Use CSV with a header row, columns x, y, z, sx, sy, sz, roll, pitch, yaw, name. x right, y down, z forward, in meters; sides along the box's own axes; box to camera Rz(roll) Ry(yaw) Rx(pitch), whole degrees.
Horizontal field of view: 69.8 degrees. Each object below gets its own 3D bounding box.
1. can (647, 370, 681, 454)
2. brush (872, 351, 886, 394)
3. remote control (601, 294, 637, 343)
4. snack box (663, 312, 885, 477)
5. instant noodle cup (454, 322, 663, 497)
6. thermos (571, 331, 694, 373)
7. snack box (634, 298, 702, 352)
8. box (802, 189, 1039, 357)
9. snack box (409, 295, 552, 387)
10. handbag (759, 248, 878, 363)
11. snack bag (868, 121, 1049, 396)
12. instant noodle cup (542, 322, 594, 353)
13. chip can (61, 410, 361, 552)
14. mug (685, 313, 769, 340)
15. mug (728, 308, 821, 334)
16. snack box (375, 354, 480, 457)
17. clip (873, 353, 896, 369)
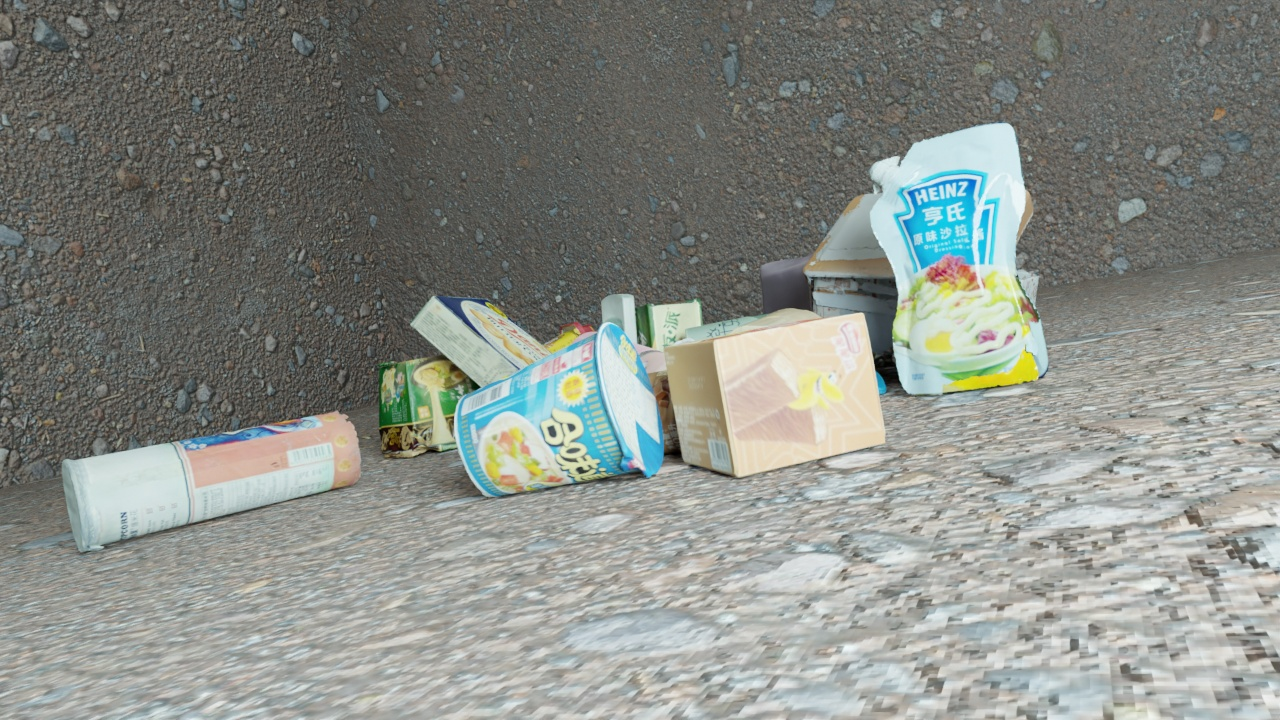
x,y,z,sx,sy,sz,roll,pitch,yaw,name
-0.011,0.041,0.653,0.116,0.058,0.058,-10,2,20,can
0.200,0.004,0.880,0.083,0.046,0.254,-4,7,5,brush
-0.023,-0.010,1.070,0.019,0.135,0.056,-4,0,-29,remote control
0.077,0.019,0.547,0.094,0.077,0.093,-11,2,-15,snack box
-0.054,0.039,0.579,0.110,0.099,0.099,-17,0,16,instant noodle cup
-0.006,0.006,0.954,0.067,0.087,0.199,38,-10,-26,thermos
0.020,-0.009,1.112,0.063,0.114,0.240,-6,2,-11,snack box
0.257,-0.087,0.851,0.182,0.158,0.148,12,16,40,box
-0.143,0.002,1.012,0.046,0.178,0.182,-50,-4,8,snack box
0.216,-0.060,1.114,0.098,0.145,0.197,-14,3,-9,handbag
0.234,-0.073,0.684,0.110,0.191,0.038,-9,1,33,snack bag
-0.112,0.022,1.210,0.123,0.116,0.116,-24,6,-18,instant noodle cup
-0.344,0.094,0.754,0.214,0.071,0.071,-11,2,-38,chip can
0.106,0.005,0.938,0.106,0.082,0.111,-10,32,5,mug
0.090,0.017,0.713,0.125,0.084,0.103,-37,-8,25,mug
-0.232,0.046,1.036,0.117,0.105,0.118,-11,3,-38,snack box
0.256,0.000,0.979,0.057,0.027,0.024,-22,-8,43,clip
